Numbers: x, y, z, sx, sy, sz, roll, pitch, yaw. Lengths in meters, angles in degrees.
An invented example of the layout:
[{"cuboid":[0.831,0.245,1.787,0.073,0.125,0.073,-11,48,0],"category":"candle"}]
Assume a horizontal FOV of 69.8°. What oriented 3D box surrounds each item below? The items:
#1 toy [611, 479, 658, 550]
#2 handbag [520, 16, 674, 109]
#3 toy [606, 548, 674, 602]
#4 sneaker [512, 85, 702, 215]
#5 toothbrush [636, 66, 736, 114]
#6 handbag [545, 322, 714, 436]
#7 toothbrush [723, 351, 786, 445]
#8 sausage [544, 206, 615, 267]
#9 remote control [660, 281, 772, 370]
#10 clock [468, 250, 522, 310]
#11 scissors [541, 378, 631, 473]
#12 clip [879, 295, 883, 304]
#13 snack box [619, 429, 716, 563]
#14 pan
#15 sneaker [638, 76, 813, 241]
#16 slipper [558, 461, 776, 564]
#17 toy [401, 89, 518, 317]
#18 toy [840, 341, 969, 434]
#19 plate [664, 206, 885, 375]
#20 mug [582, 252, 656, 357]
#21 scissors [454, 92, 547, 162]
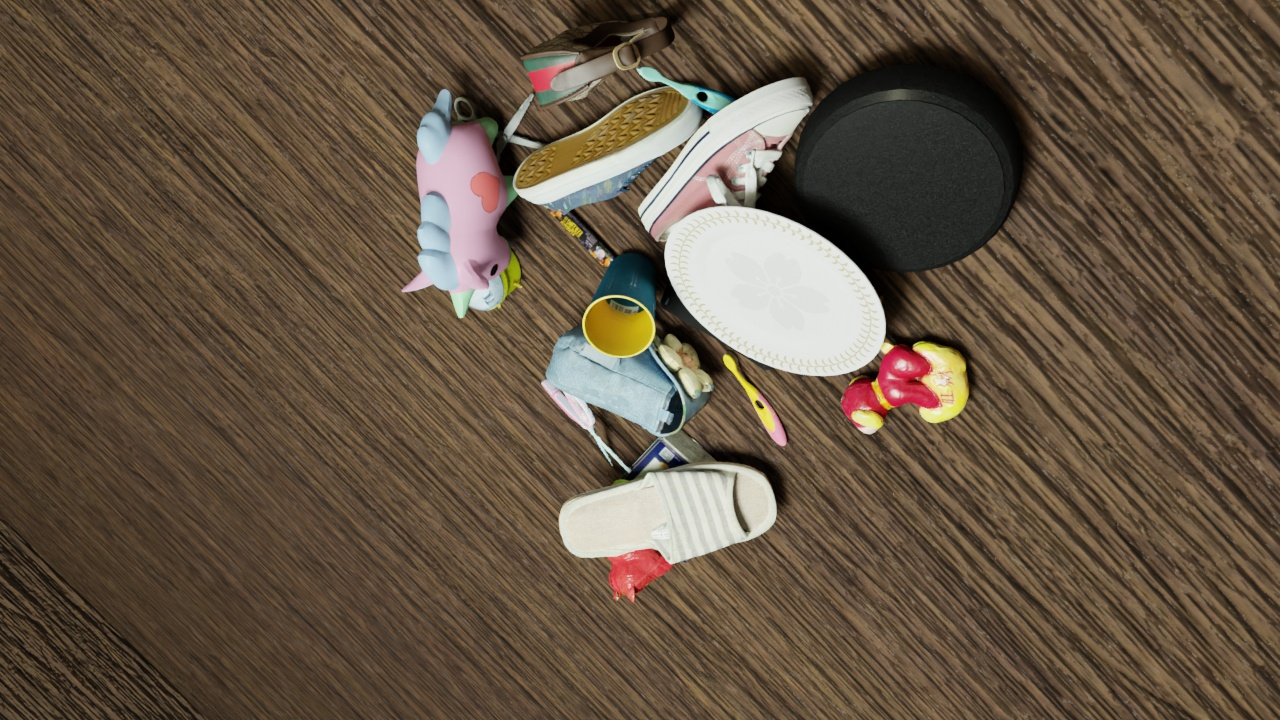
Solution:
[{"cuboid":[0.011,0.203,1.178,0.118,0.043,0.092,20,117,11],"category":"toy"},{"cuboid":[-0.037,-0.292,0.874,0.139,0.166,0.063,-14,112,22],"category":"handbag"},{"cuboid":[-0.030,0.263,1.251,0.133,0.094,0.088,42,160,3],"category":"toy"},{"cuboid":[-0.027,-0.211,0.981,0.236,0.087,0.079,-17,141,32],"category":"sneaker"},{"cuboid":[0.054,-0.259,0.892,0.017,0.135,0.022,45,117,55],"category":"toothbrush"},{"cuboid":[-0.006,0.006,1.083,0.192,0.121,0.119,27,112,15],"category":"handbag"},{"cuboid":[0.137,0.045,1.083,0.021,0.016,0.135,-24,107,36],"category":"toothbrush"},{"cuboid":[-0.081,-0.162,1.076,0.155,0.020,0.020,45,130,-2],"category":"sausage"},{"cuboid":[0.090,-0.039,1.053,0.152,0.020,0.041,31,130,7],"category":"remote control"},{"cuboid":[-0.203,-0.119,1.149,0.083,0.056,0.119,-33,99,41],"category":"clock"},{"cuboid":[-0.071,0.078,1.174,0.170,0.014,0.169,47,165,13],"category":"scissors"},{"cuboid":[0.236,-0.045,0.952,0.045,0.054,0.048,-20,84,18],"category":"clip"},{"cuboid":[0.051,0.175,1.194,0.144,0.042,0.145,42,131,2],"category":"snack box"},{"cuboid":[0.202,-0.131,0.897,0.204,0.044,0.357,36,135,-11],"category":"pan"},{"cuboid":[0.090,-0.179,0.915,0.242,0.118,0.088,-40,74,46],"category":"sneaker"},{"cuboid":[0.029,0.190,1.123,0.273,0.054,0.114,-9,92,11],"category":"slipper"},{"cuboid":[-0.206,-0.176,1.026,0.120,0.170,0.222,1,127,28],"category":"toy"},{"cuboid":[0.274,0.026,0.962,0.138,0.067,0.105,-24,101,30],"category":"toy"},{"cuboid":[0.136,-0.070,0.940,0.242,0.016,0.243,25,151,14],"category":"plate"},{"cuboid":[-0.017,-0.067,1.024,0.078,0.121,0.078,4,123,5],"category":"mug"},{"cuboid":[-0.165,-0.250,1.074,0.141,0.014,0.175,35,133,7],"category":"scissors"}]
